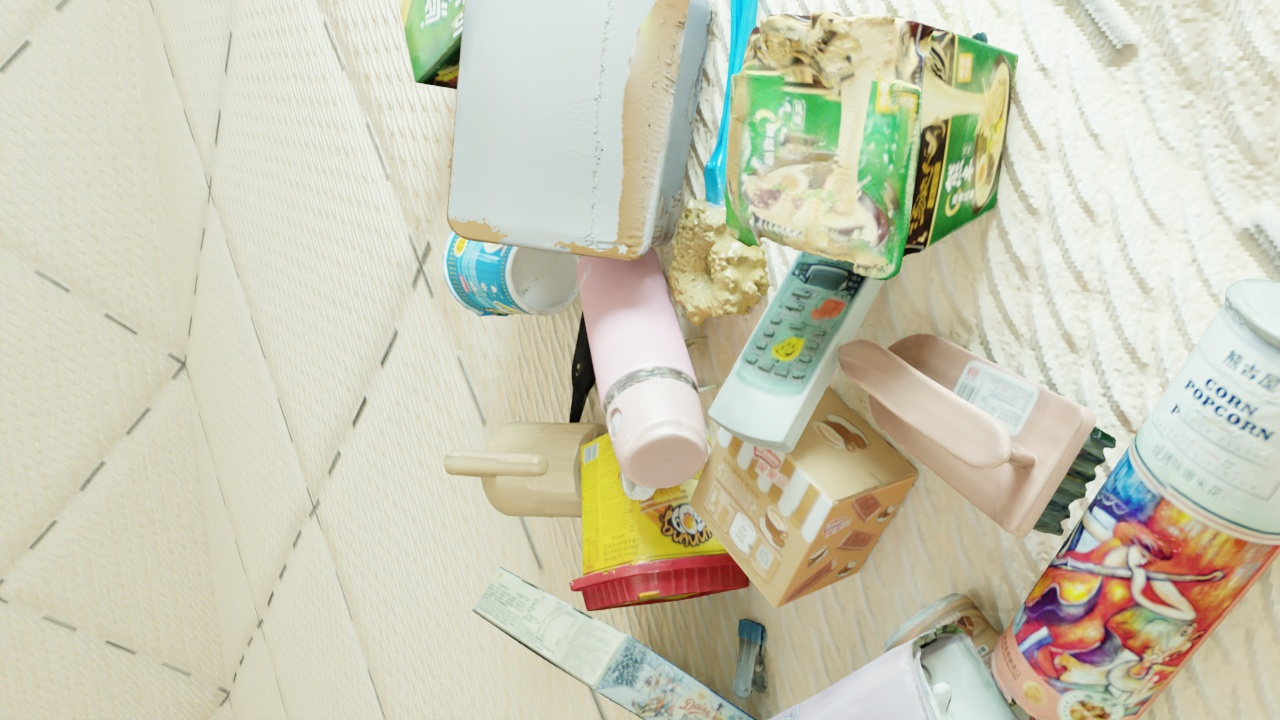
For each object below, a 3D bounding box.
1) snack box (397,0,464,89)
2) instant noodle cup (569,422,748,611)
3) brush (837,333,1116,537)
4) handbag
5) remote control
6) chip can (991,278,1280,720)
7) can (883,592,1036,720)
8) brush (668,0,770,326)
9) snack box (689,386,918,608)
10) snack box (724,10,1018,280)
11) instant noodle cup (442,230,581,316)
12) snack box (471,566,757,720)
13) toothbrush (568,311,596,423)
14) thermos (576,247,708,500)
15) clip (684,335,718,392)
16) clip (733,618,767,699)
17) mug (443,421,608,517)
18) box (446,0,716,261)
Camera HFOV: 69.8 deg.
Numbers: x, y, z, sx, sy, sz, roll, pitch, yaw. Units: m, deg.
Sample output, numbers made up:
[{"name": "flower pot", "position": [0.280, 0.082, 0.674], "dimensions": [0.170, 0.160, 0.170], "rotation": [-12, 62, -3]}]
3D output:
[{"name": "snack box", "position": [-0.108, -0.322, 0.726], "dimensions": [0.241, 0.063, 0.114], "rotation": [-23, 77, 46]}, {"name": "instant noodle cup", "position": [0.010, 0.114, 0.680], "dimensions": [0.116, 0.116, 0.123], "rotation": [-33, 61, 53]}, {"name": "brush", "position": [0.154, 0.025, 0.454], "dimensions": [0.063, 0.073, 0.145], "rotation": [-65, 24, 12]}, {"name": "handbag", "position": [0.109, 0.243, 0.465], "dimensions": [0.198, 0.098, 0.144], "rotation": [-46, 52, 36]}, {"name": "remote control", "position": [0.092, -0.013, 0.529], "dimensions": [0.056, 0.019, 0.135], "rotation": [21, 76, 43]}, {"name": "chip can", "position": [0.229, 0.074, 0.393], "dimensions": [0.071, 0.071, 0.215], "rotation": [45, 133, 38]}, {"name": "can", "position": [0.187, 0.187, 0.490], "dimensions": [0.116, 0.058, 0.059], "rotation": [54, 138, 30]}, {"name": "brush", "position": [0.058, -0.144, 0.602], "dimensions": [0.083, 0.045, 0.255], "rotation": [23, 114, 54]}, {"name": "snack box", "position": [0.098, 0.080, 0.569], "dimensions": [0.093, 0.076, 0.095], "rotation": [49, 135, 36]}, {"name": "snack box", "position": [0.122, -0.111, 0.461], "dimensions": [0.118, 0.105, 0.118], "rotation": [27, 123, 49]}, {"name": "instant noodle cup", "position": [-0.101, -0.078, 0.773], "dimensions": [0.110, 0.099, 0.099], "rotation": [17, 113, 56]}, {"name": "snack box", "position": [-0.015, 0.237, 0.699], "dimensions": [0.178, 0.182, 0.045], "rotation": [6, 60, 53]}, {"name": "toothbrush", "position": [-0.047, 0.006, 0.792], "dimensions": [0.026, 0.027, 0.213], "rotation": [31, 126, 28]}, {"name": "thermos", "position": [-0.004, 0.004, 0.637], "dimensions": [0.198, 0.067, 0.087], "rotation": [-104, 29, -44]}, {"name": "clip", "position": [0.018, 0.019, 0.704], "dimensions": [0.104, 0.034, 0.076], "rotation": [2, 99, 46]}, {"name": "clip", "position": [0.084, 0.221, 0.681], "dimensions": [0.024, 0.027, 0.056], "rotation": [-1, 89, 52]}, {"name": "mug", "position": [-0.083, 0.089, 0.766], "dimensions": [0.104, 0.124, 0.084], "rotation": [-4, 78, 37]}, {"name": "box", "position": [-0.045, -0.161, 0.588], "dimensions": [0.149, 0.157, 0.182], "rotation": [18, 106, 26]}]
